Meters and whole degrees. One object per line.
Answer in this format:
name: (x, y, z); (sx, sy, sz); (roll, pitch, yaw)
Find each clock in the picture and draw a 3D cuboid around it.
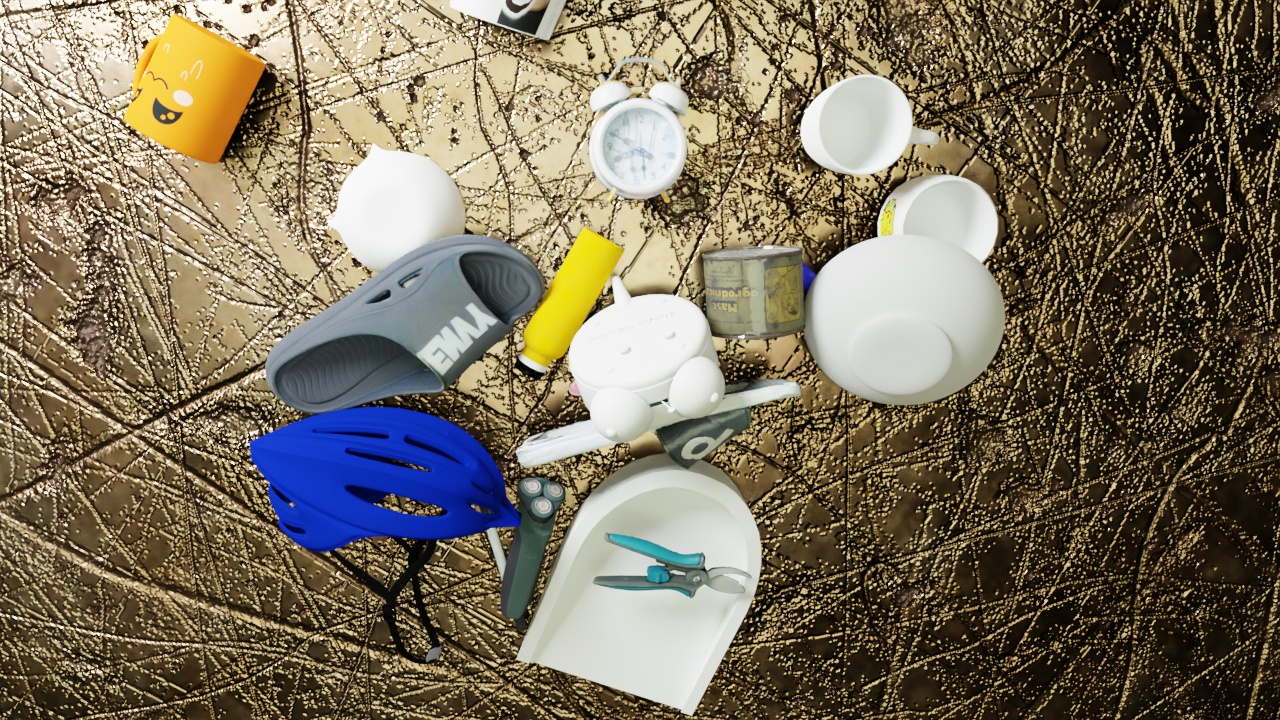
clock: (-0.002, -0.203, 0.815); (0.089, 0.052, 0.125); (0, 99, -2)
clock: (0.002, -0.005, 0.796); (0.125, 0.160, 0.073); (-19, 127, 0)

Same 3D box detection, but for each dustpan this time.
dustpan: (0.012, 0.220, 0.900); (0.191, 0.053, 0.258); (20, 100, -7)

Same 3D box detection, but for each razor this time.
razor: (-0.109, 0.183, 0.887); (0.047, 0.052, 0.143); (11, 104, -16)

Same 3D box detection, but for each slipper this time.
slipper: (-0.210, -0.018, 0.805); (0.268, 0.083, 0.111); (-26, 130, 6)
slipper: (0.019, 0.070, 0.843); (0.264, 0.111, 0.063); (-12, 93, 1)

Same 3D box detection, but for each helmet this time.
helmet: (-0.230, 0.155, 0.821); (0.241, 0.147, 0.228); (6, 96, -5)

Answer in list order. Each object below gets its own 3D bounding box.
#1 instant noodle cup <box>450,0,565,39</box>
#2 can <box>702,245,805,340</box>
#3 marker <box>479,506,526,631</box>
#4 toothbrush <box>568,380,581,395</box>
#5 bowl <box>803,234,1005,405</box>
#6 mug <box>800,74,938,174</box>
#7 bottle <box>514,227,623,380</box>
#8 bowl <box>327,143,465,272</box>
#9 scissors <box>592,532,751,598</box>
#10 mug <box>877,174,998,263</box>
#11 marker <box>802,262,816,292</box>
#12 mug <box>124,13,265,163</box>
instant noodle cup: (-0.099, -0.338, 0.752); (0.123, 0.123, 0.122); (17, 109, -7)
can: (0.103, -0.062, 0.829); (0.090, 0.090, 0.074); (-5, 102, -3)
marker: (-0.137, 0.200, 0.908); (0.011, 0.011, 0.152); (-15, 102, -1)
toothbrush: (-0.005, 0.005, 0.874); (0.135, 0.016, 0.021); (-22, 100, 1)
bowl: (0.232, -0.021, 0.817); (0.177, 0.066, 0.177); (8, 130, 10)
mug: (0.200, -0.202, 0.807); (0.114, 0.087, 0.081); (8, 101, -5)
bottle: (-0.069, -0.050, 0.844); (0.043, 0.043, 0.144); (30, 98, -9)
bowl: (-0.216, -0.128, 0.815); (0.114, 0.050, 0.115); (-1, 102, -3)
scissors: (0.023, 0.199, 0.871); (0.155, 0.019, 0.126); (-27, 111, 10)
mug: (0.269, -0.111, 0.840); (0.094, 0.068, 0.116); (3, 101, -4)
marker: (0.197, -0.043, 0.874); (0.141, 0.020, 0.020); (40, 96, -10)
mug: (-0.387, -0.236, 0.777); (0.112, 0.077, 0.096); (34, 99, 22)
